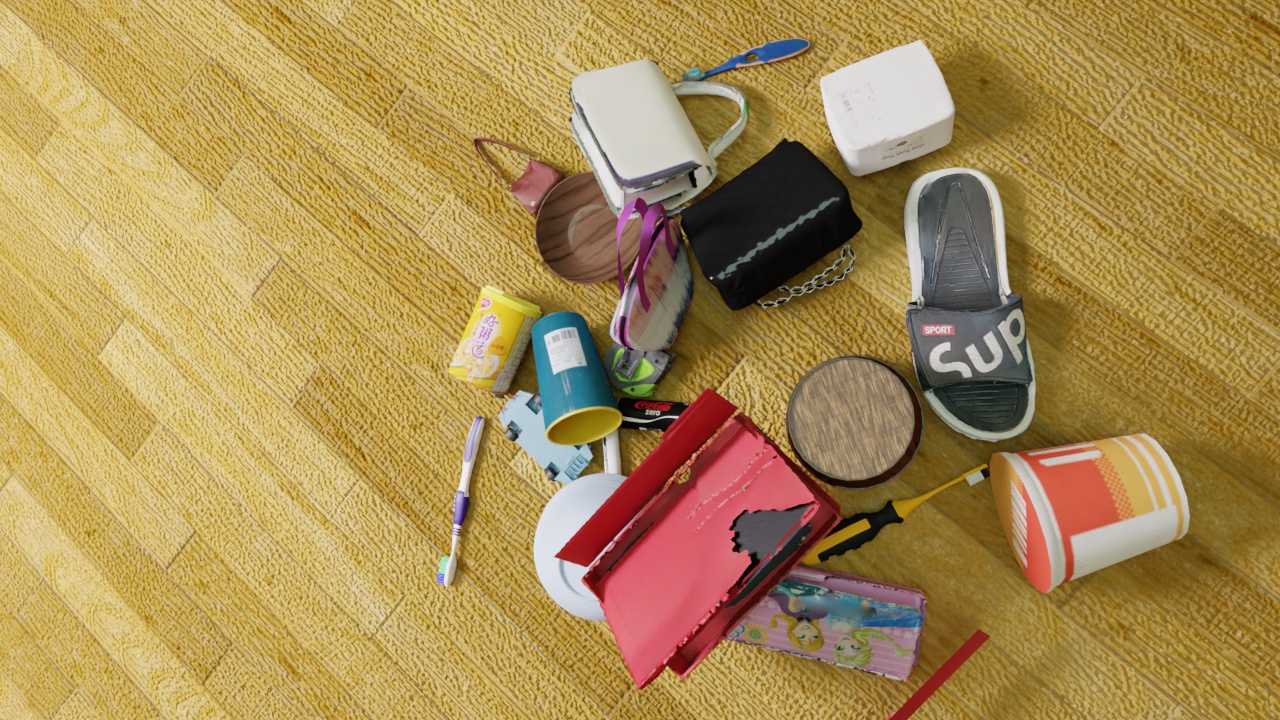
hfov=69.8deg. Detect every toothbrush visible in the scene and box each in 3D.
[{"bbox_3d":[-0.193,0.151,0.990,0.016,0.015,0.186,10,88,20],"label":"toothbrush"},{"bbox_3d":[0.108,-0.310,0.949,0.135,0.017,0.021,-13,81,13],"label":"toothbrush"},{"bbox_3d":[0.240,0.145,0.875,0.197,0.031,0.031,-28,66,7],"label":"toothbrush"}]

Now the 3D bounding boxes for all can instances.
[{"bbox_3d":[-0.153,-0.020,0.967,0.068,0.067,0.105,24,92,15],"label":"can"},{"bbox_3d":[0.017,0.056,0.935,0.080,0.031,0.031,4,87,14],"label":"can"}]

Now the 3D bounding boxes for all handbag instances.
[{"bbox_3d":[0.005,-0.088,0.871,0.068,0.170,0.144,17,66,14],"label":"handbag"},{"bbox_3d":[-0.139,-0.210,1.002,0.119,0.029,0.055,39,93,19],"label":"handbag"},{"bbox_3d":[0.029,-0.231,0.934,0.176,0.074,0.151,-21,68,-12],"label":"handbag"},{"bbox_3d":[0.129,-0.130,0.908,0.154,0.114,0.125,-35,55,12],"label":"handbag"}]

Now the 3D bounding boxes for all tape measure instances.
[{"bbox_3d":[-0.006,0.005,0.943,0.065,0.036,0.058,27,93,14],"label":"tape measure"}]

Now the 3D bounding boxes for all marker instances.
[{"bbox_3d":[-0.031,0.099,0.953,0.020,0.017,0.133,-12,81,50],"label":"marker"}]

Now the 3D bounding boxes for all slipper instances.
[{"bbox_3d":[0.304,-0.056,0.858,0.111,0.063,0.263,-5,82,14],"label":"slipper"}]

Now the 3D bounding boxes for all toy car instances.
[{"bbox_3d":[-0.097,0.079,0.964,0.108,0.027,0.060,42,96,11],"label":"toy car"}]

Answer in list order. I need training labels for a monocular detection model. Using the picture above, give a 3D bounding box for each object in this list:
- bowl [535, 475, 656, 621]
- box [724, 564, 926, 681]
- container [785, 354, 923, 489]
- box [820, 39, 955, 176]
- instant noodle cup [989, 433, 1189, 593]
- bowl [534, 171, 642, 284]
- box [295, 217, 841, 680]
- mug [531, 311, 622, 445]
[{"bbox_3d":[-0.040,0.192,0.904,0.151,0.074,0.150,1,95,9],"label":"bowl"},{"bbox_3d":[0.149,0.240,0.872,0.230,0.063,0.084,9,87,14],"label":"box"},{"bbox_3d":[0.190,0.054,0.822,0.132,0.167,0.132,-1,85,14],"label":"container"},{"bbox_3d":[0.240,-0.233,0.900,0.108,0.102,0.102,-18,64,6],"label":"box"},{"bbox_3d":[0.389,0.124,0.797,0.121,0.123,0.123,-16,82,5],"label":"instant noodle cup"},{"bbox_3d":[-0.050,-0.137,0.967,0.119,0.032,0.119,-1,85,14],"label":"bowl"},{"bbox_3d":[-0.035,0.084,0.759,0.425,0.128,0.213,40,99,-24],"label":"box"},{"bbox_3d":[-0.070,0.015,0.929,0.078,0.078,0.121,-23,63,11],"label":"mug"}]
